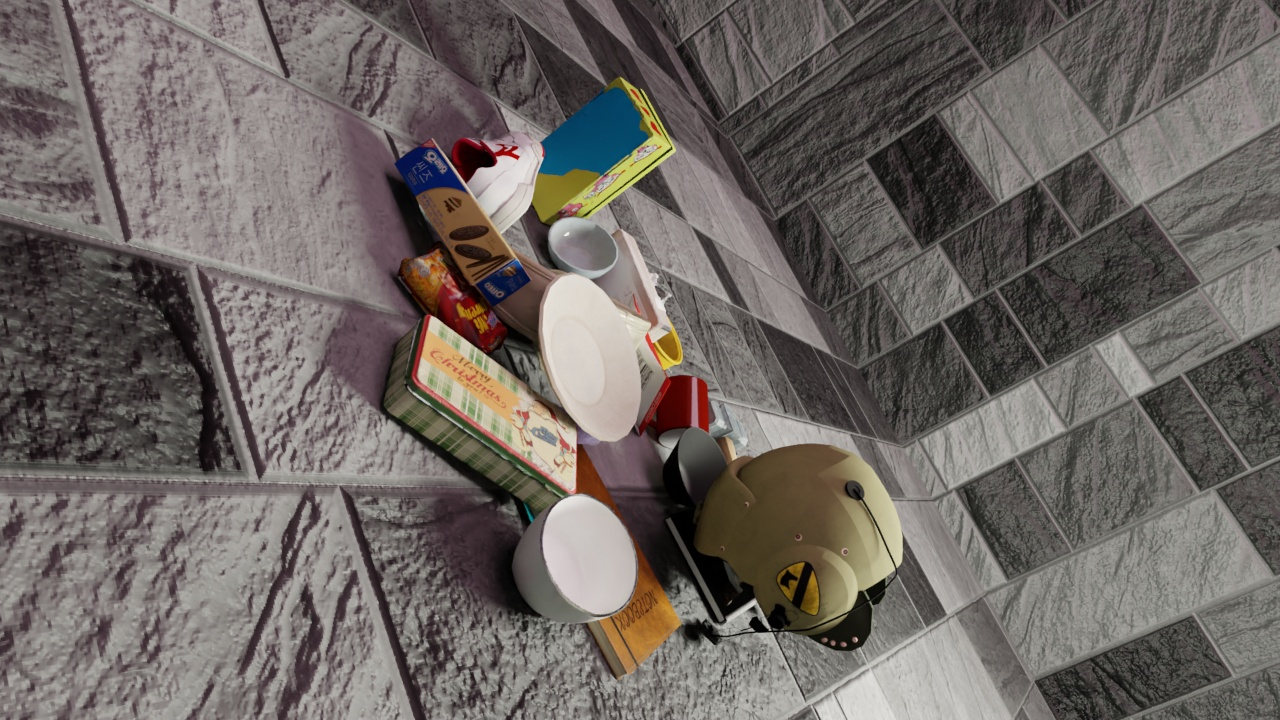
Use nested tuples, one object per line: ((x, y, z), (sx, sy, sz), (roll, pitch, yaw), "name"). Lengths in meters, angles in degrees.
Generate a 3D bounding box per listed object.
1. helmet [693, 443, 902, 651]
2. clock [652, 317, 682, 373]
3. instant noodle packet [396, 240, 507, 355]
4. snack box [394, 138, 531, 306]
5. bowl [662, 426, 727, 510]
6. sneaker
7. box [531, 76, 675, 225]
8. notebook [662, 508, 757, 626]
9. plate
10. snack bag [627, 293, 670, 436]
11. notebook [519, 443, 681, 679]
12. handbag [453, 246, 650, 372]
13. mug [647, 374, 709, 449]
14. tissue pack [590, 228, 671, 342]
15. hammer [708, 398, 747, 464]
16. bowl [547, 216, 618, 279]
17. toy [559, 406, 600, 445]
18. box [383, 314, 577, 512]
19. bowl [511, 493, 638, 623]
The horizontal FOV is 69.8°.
((0.175, 0.215, 1.074), (0.233, 0.256, 0.250), (64, 19, 8), "helmet")
((0.013, -0.050, 1.436), (0.152, 0.052, 0.113), (64, 20, 5), "clock")
((-0.198, -0.061, 0.977), (0.135, 0.040, 0.098), (54, 13, -6), "instant noodle packet")
((-0.200, -0.155, 1.018), (0.206, 0.057, 0.056), (54, -3, 26), "snack box")
((0.066, 0.156, 1.226), (0.124, 0.053, 0.123), (33, 45, -42), "bowl")
((-0.200, -0.265, 1.225), (0.104, 0.090, 0.236), (40, 29, -26), "sneaker")
((-0.070, -0.305, 1.375), (0.124, 0.221, 0.082), (61, 20, 17), "box")
((0.110, 0.265, 1.234), (0.149, 0.016, 0.206), (61, 20, 14), "notebook")
((-0.060, -0.001, 0.997), (0.188, 0.027, 0.188), (38, 43, -47), "plate")
((-0.007, 0.007, 1.226), (0.039, 0.131, 0.144), (-7, 58, -24), "snack bag")
((-0.052, 0.195, 0.964), (0.249, 0.014, 0.178), (60, 20, 8), "notebook")
((-0.118, -0.055, 1.118), (0.184, 0.132, 0.229), (39, 7, 28), "handbag")
((0.043, 0.072, 1.287), (0.105, 0.073, 0.082), (8, 58, -11), "mug")
((-0.017, -0.097, 1.358), (0.071, 0.104, 0.181), (32, 30, -53), "tissue pack")
((0.150, 0.209, 1.313), (0.117, 0.051, 0.322), (38, 30, -54), "hammer")
((-0.088, -0.156, 1.333), (0.106, 0.039, 0.106), (14, 50, -17), "bowl")
((-0.071, 0.073, 1.039), (0.080, 0.036, 0.099), (20, 12, 23), "toy")
((-0.146, 0.053, 0.880), (0.205, 0.050, 0.117), (40, 22, -26), "box")
((-0.065, 0.187, 0.840), (0.116, 0.066, 0.116), (28, 45, -33), "bowl")
